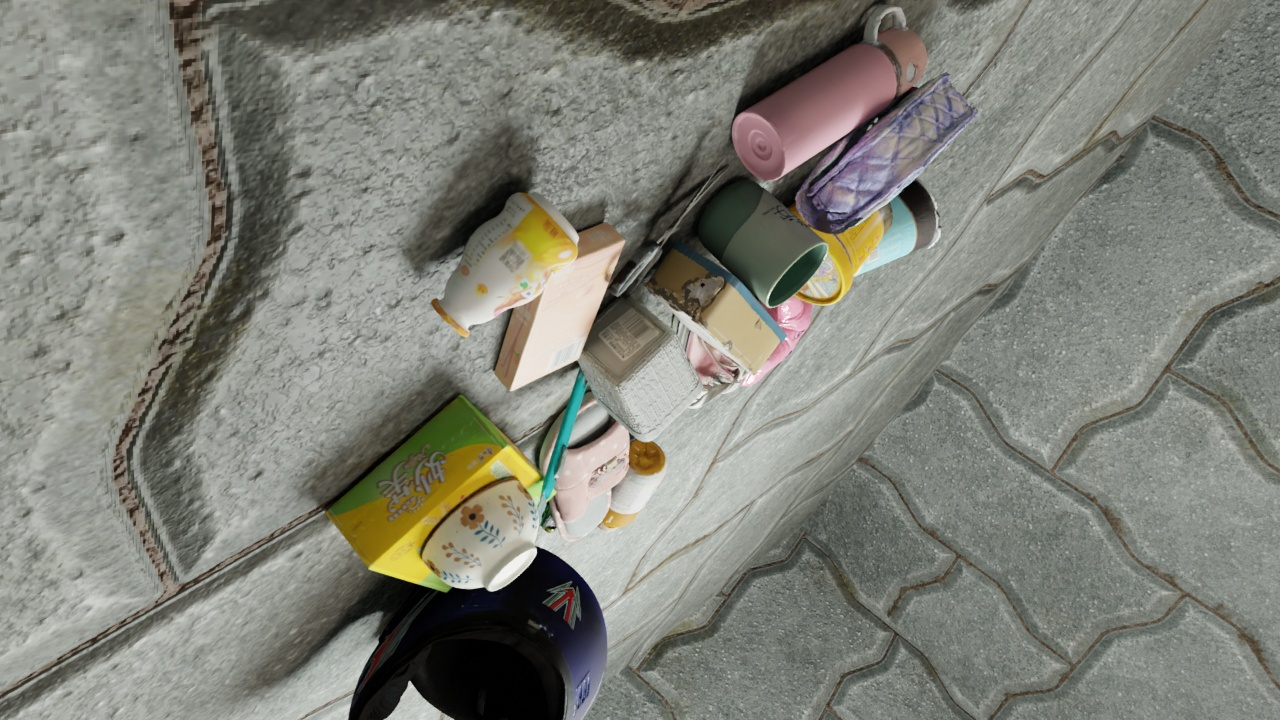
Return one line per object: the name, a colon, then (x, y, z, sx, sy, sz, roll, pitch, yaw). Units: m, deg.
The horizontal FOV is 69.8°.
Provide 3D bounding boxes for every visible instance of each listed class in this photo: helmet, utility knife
helmet: (-0.184, 0.356, 1.067, 0.316, 0.247, 0.240, -45, -173, 10)
utility knife: (-0.082, 0.098, 0.915, 0.029, 0.013, 0.216, 60, 44, -64)

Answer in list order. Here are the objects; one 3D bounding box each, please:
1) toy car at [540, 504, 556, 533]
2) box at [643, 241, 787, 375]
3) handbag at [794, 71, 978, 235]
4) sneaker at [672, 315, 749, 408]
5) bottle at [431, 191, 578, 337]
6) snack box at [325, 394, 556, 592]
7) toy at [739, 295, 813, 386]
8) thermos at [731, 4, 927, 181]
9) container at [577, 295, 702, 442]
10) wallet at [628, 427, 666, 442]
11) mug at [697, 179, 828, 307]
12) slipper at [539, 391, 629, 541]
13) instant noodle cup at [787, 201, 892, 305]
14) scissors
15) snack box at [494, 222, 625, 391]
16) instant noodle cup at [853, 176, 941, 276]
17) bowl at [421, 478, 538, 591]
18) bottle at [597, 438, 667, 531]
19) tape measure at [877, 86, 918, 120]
toy car: (-0.097, 0.196, 1.208, 0.091, 0.036, 0.043, -14, 145, -51)
box: (0.080, -0.046, 0.916, 0.060, 0.090, 0.184, -54, 150, 2)
handbag: (0.242, -0.208, 0.902, 0.135, 0.075, 0.193, -40, -179, 45)
sneaker: (0.088, 0.001, 1.098, 0.118, 0.088, 0.241, -38, 159, -17)
bottle: (-0.096, -0.065, 0.641, 0.108, 0.063, 0.063, -44, 161, 0)
snack box: (-0.178, 0.134, 0.874, 0.157, 0.070, 0.210, -42, 160, -8)
toy: (0.170, -0.035, 1.189, 0.178, 0.074, 0.195, -56, 171, -43)
thermos: (0.172, -0.242, 0.814, 0.198, 0.067, 0.087, -36, 134, -21)
container: (-0.005, 0.005, 0.905, 0.090, 0.090, 0.114, -44, 149, -11)
wallet: (0.001, 0.096, 1.230, 0.097, 0.019, 0.121, -23, 153, -41)
mug: (0.123, -0.118, 0.896, 0.111, 0.106, 0.082, -18, 147, -50)
slipper: (-0.062, 0.140, 1.097, 0.114, 0.054, 0.275, -33, 149, -28)
instant noodle cup: (0.209, -0.142, 1.016, 0.114, 0.118, 0.119, -45, 162, -20)
scissors: (0.026, -0.113, 0.821, 0.180, 0.014, 0.160, -47, 177, -31)
snack box: (-0.071, -0.043, 0.787, 0.084, 0.026, 0.158, -28, 155, -38)
instant noodle cup: (0.297, -0.167, 1.164, 0.120, 0.111, 0.111, -29, 157, -16)
bowl: (-0.134, 0.168, 0.832, 0.113, 0.062, 0.114, -38, 161, -16)
bottle: (-0.021, 0.174, 1.232, 0.067, 0.068, 0.190, -30, 160, -35)
tape measure: (0.291, -0.268, 0.996, 0.058, 0.057, 0.039, -58, 160, 13)
